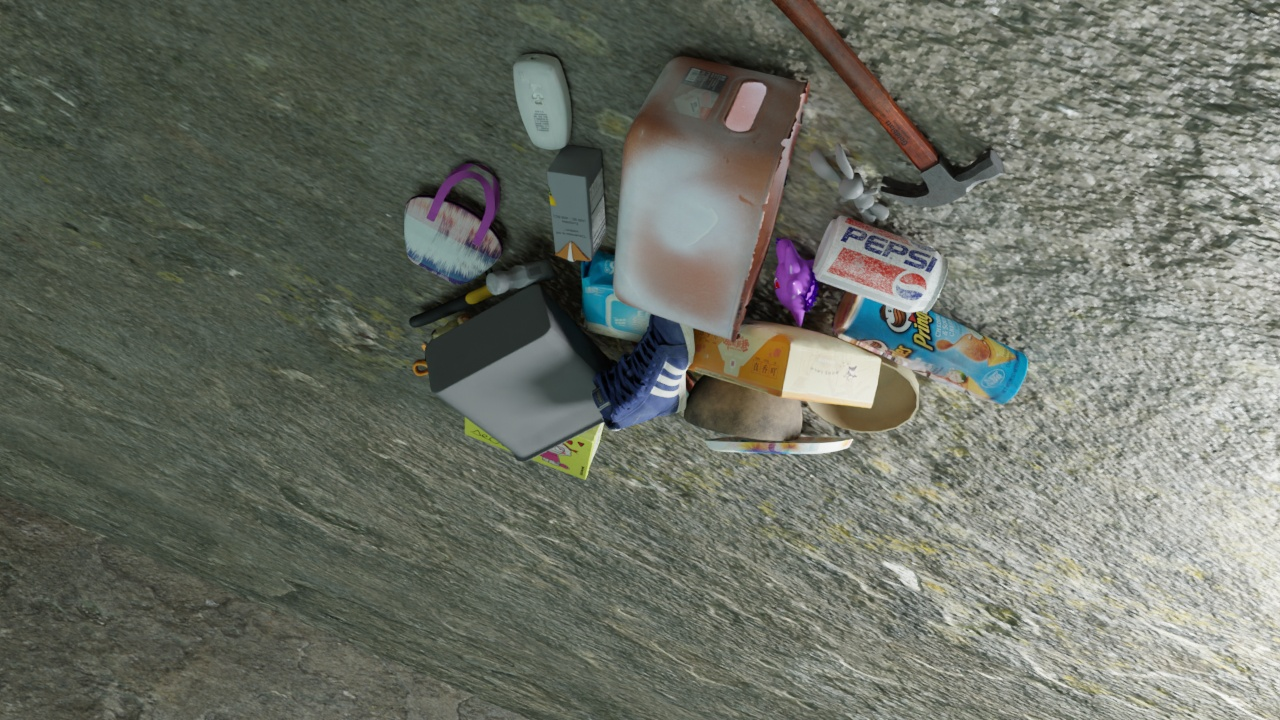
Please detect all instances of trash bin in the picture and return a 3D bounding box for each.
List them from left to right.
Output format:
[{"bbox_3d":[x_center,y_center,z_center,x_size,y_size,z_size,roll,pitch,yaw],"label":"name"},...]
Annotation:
[{"bbox_3d":[-0.151,0.023,1.253,0.192,0.097,0.220,-27,142,12],"label":"trash bin"},{"bbox_3d":[0.069,-0.172,0.990,0.157,0.181,0.260,17,142,9],"label":"trash bin"}]

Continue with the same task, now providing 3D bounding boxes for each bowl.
[{"bbox_3d":[0.144,0.058,1.260,0.162,0.162,0.070,10,96,14],"label":"bowl"},{"bbox_3d":[0.294,0.029,1.220,0.152,0.050,0.153,13,141,11],"label":"bowl"}]

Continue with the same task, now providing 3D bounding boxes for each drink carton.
[{"bbox_3d":[-0.076,-0.190,1.119,0.048,0.076,0.125,11,136,13],"label":"drink carton"}]

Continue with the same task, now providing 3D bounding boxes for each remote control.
[{"bbox_3d":[-0.110,-0.294,1.048,0.060,0.028,0.114,7,139,17],"label":"remote control"}]

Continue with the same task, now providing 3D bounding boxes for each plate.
[{"bbox_3d":[0.198,0.120,1.302,0.187,0.016,0.186,-1,178,27],"label":"plate"}]

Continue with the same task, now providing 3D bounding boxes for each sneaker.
[{"bbox_3d":[-0.006,0.007,1.165,0.118,0.091,0.233,-19,151,-12],"label":"sneaker"}]

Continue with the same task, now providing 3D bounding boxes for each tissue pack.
[{"bbox_3d":[0.020,-0.073,1.219,0.209,0.065,0.117,12,142,9],"label":"tissue pack"}]

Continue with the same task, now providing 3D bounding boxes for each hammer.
[{"bbox_3d":[-0.236,-0.089,1.302,0.325,0.126,0.029,-14,96,49],"label":"hammer"},{"bbox_3d":[0.232,-0.268,0.922,0.300,0.028,0.111,41,137,-22],"label":"hammer"}]

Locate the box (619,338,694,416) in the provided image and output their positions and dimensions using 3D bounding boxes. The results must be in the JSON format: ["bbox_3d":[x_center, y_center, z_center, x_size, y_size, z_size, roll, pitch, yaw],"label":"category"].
[{"bbox_3d":[0.033,0.020,1.334,0.187,0.058,0.060,51,174,-31],"label":"box"}]

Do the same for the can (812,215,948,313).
[{"bbox_3d":[0.273,-0.108,1.048,0.136,0.078,0.078,20,141,2],"label":"can"}]

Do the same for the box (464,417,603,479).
[{"bbox_3d":[-0.174,0.100,1.497,0.221,0.082,0.125,19,142,1],"label":"box"}]

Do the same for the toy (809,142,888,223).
[{"bbox_3d":[0.232,-0.191,1.009,0.111,0.030,0.049,40,153,-29],"label":"toy"}]

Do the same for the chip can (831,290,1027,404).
[{"bbox_3d":[0.350,-0.021,1.120,0.229,0.079,0.080,24,141,-3],"label":"chip can"}]

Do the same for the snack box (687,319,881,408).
[{"bbox_3d":[0.171,-0.004,1.124,0.145,0.080,0.195,7,-175,-31],"label":"snack box"}]

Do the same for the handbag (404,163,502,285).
[{"bbox_3d":[-0.236,-0.188,1.212,0.144,0.067,0.170,28,135,-9],"label":"handbag"}]

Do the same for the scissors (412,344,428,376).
[{"bbox_3d":[-0.325,0.017,1.524,0.126,0.011,0.130,-13,132,37],"label":"scissors"}]

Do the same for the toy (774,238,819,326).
[{"bbox_3d":[0.188,-0.093,1.099,0.056,0.087,0.106,-2,136,17],"label":"toy"}]

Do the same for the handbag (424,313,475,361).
[{"bbox_3d":[-0.225,-0.014,1.365,0.186,0.117,0.113,6,-171,-30],"label":"handbag"}]
